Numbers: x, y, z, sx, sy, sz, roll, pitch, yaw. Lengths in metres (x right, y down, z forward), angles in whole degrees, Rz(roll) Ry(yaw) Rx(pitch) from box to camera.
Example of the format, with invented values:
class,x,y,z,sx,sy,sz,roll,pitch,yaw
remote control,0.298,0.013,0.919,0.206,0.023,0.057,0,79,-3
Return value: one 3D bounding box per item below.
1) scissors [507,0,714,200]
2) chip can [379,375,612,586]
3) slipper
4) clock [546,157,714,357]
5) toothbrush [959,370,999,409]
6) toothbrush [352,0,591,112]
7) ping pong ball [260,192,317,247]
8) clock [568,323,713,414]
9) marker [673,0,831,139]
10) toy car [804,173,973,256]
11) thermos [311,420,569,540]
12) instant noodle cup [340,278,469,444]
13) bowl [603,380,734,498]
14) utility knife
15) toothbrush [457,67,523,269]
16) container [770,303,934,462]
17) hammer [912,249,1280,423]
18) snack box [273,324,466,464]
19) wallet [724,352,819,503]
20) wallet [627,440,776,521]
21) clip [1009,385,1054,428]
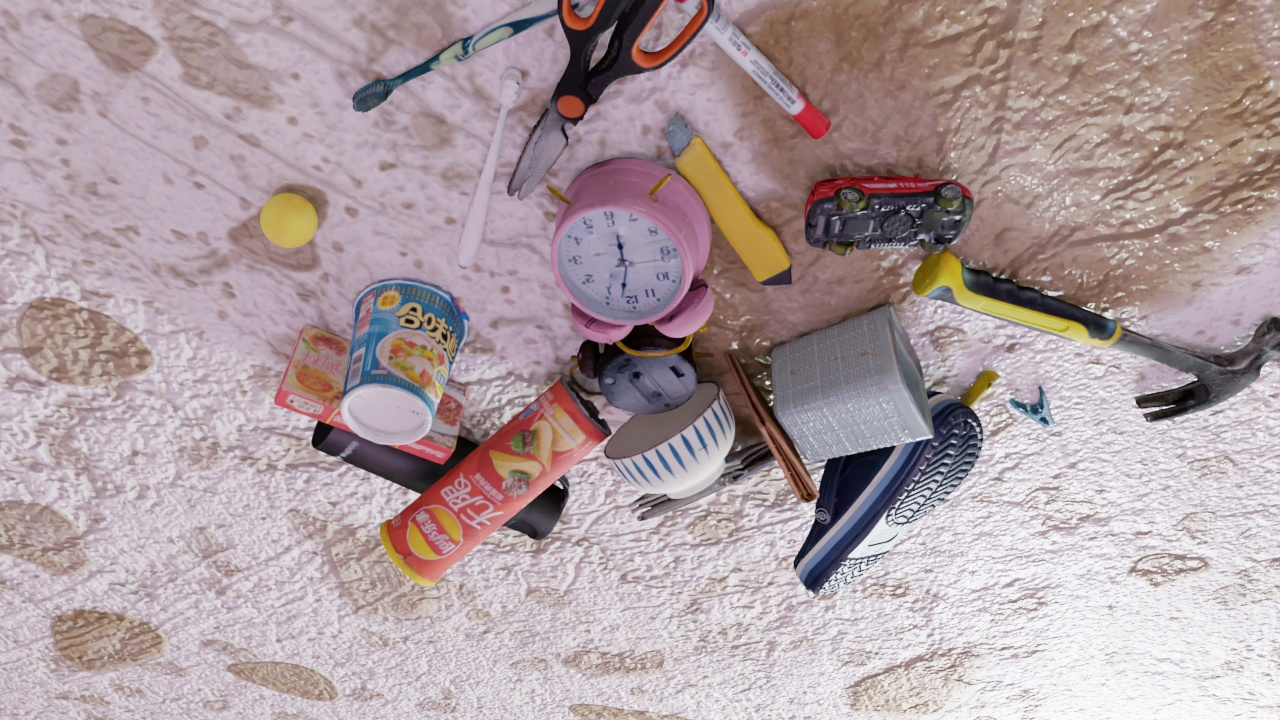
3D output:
class,x,y,z,sx,sy,sz,roll,pitch,yaw
scissors,-0.051,-0.187,0.596,0.236,0.021,0.139,-24,132,34
chip can,-0.127,0.108,0.815,0.216,0.073,0.073,-39,128,4
slipper,0.222,0.119,0.867,0.105,0.095,0.253,-5,134,-41
clock,-0.005,-0.067,0.677,0.117,0.059,0.159,-4,128,18
toothbrush,0.284,0.076,0.872,0.015,0.016,0.191,12,136,-11
toothbrush,-0.109,-0.200,0.590,0.192,0.018,0.016,-18,134,19
ping pong ball,-0.260,-0.104,0.679,0.040,0.040,0.040,1,137,1
clock,-0.005,0.005,0.777,0.122,0.055,0.082,-21,133,23
marker,0.073,-0.193,0.594,0.145,0.017,0.017,34,127,-30
toy car,0.177,-0.108,0.660,0.120,0.045,0.053,1,139,-3
thermos,-0.178,0.093,0.871,0.242,0.068,0.090,29,119,-28
instant noodle cup,-0.195,0.005,0.742,0.099,0.109,0.099,1,136,1
bowl,0.034,0.076,0.796,0.117,0.116,0.066,-25,104,25
utility knife,0.067,-0.115,0.678,0.033,0.015,0.176,-27,129,19
toothbrush,-0.112,-0.130,0.665,0.016,0.016,0.181,15,135,-11
container,0.174,0.023,0.771,0.112,0.089,0.090,-18,133,24
hammer,0.369,-0.023,0.755,0.323,0.031,0.126,15,134,-14
snack box,-0.229,0.030,0.794,0.152,0.075,0.026,24,133,-22
wallet,0.112,0.058,0.798,0.020,0.101,0.115,-30,130,7
wallet,0.061,0.111,0.874,0.130,0.037,0.106,-30,168,29
clip,0.364,0.045,0.840,0.034,0.013,0.055,-27,128,27
